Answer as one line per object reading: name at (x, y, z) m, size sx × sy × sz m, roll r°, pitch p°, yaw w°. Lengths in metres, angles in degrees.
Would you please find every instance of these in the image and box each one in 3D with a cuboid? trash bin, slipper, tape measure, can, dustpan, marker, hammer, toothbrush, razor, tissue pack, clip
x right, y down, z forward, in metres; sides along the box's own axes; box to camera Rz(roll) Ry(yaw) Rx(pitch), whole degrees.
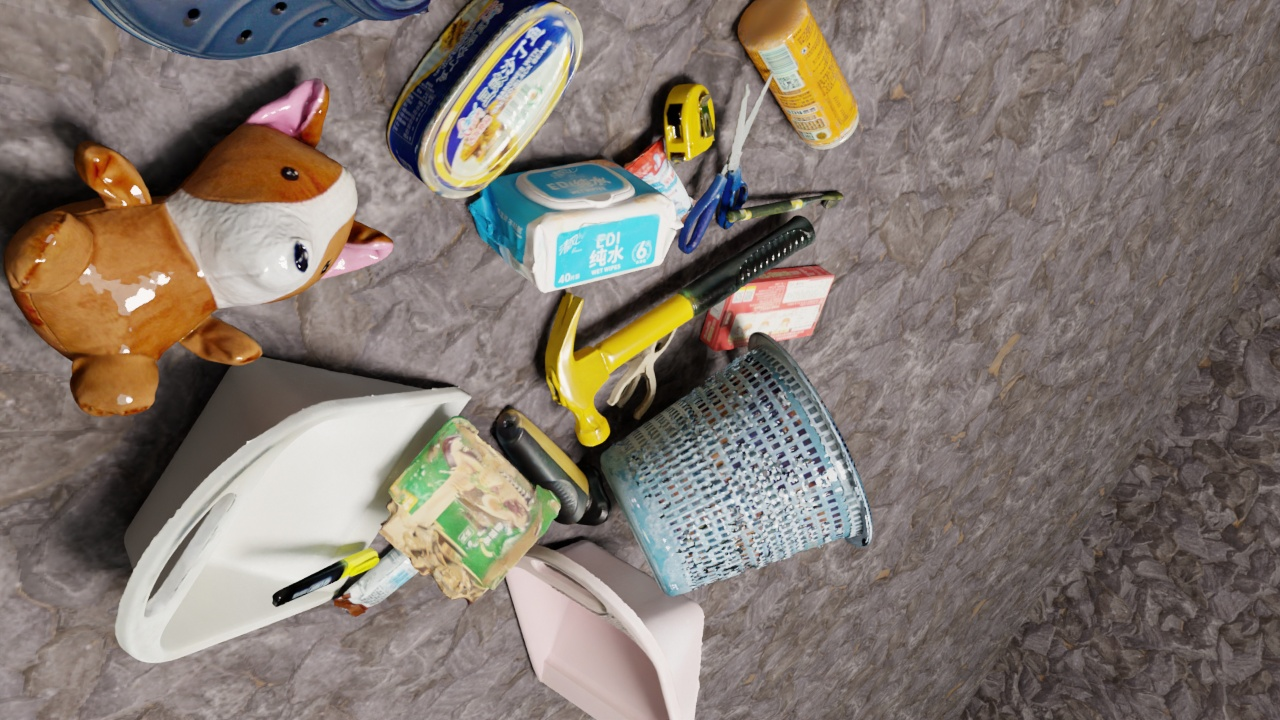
trash bin at (0.076, 0.113, 0.869) m, size 0.195 × 0.226 × 0.227 m, roll -25°, pitch 138°, yaw -5°
slipper at (-0.158, -0.220, 0.481) m, size 0.252 × 0.095 × 0.105 m, roll -30°, pitch 135°, yaw -29°
tape measure at (0.042, -0.190, 0.729) m, size 0.059 × 0.029 × 0.057 m, roll -44°, pitch 133°, yaw -53°
can at (-0.101, -0.177, 0.603) m, size 0.148 × 0.049 × 0.074 m, roll -51°, pitch 141°, yaw 2°
dustpan at (-0.236, 0.113, 0.641) m, size 0.257 × 0.142 × 0.223 m, roll 27°, pitch 100°, yaw -50°
dustpan at (-0.053, 0.296, 0.914) m, size 0.138 × 0.223 × 0.274 m, roll -14°, pitch 118°, yaw -52°
marker at (-0.243, 0.169, 0.716) m, size 0.018 × 0.015 × 0.124 m, roll -59°, pitch 167°, yaw 12°
hammer at (0.042, -0.051, 0.829) m, size 0.300 × 0.033 × 0.129 m, roll -33°, pitch 120°, yaw -22°
toothbrush at (0.139, -0.145, 0.872) m, size 0.185 × 0.012 × 0.017 m, roll -18°, pitch 144°, yaw -45°
razor at (-0.082, 0.099, 0.854) m, size 0.167 × 0.062 × 0.067 m, roll 56°, pitch 47°, yaw -45°
can at (0.136, -0.241, 0.772) m, size 0.058 × 0.058 × 0.146 m, roll -51°, pitch 142°, yaw 1°
tissue pack at (-0.047, -0.106, 0.681) m, size 0.139 × 0.090 × 0.063 m, roll -17°, pitch 132°, yaw -33°
clip at (-0.009, 0.005, 0.855) m, size 0.094 × 0.035 × 0.102 m, roll -3°, pitch 119°, yaw -44°

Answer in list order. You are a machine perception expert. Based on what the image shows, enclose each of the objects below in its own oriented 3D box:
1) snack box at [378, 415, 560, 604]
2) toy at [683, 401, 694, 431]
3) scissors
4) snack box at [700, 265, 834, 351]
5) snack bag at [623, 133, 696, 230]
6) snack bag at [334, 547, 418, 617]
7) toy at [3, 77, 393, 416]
snack box at (-0.134, 0.124, 0.768) m, size 0.117 × 0.118 × 0.105 m, roll -48°, pitch 171°, yaw -1°
toy at (0.056, 0.086, 0.986) m, size 0.096 × 0.031 × 0.100 m, roll 4°, pitch 114°, yaw -41°
scissors at (0.079, -0.163, 0.784) m, size 0.166 × 0.012 × 0.155 m, roll -56°, pitch 160°, yaw 12°
snack box at (0.132, -0.055, 0.947) m, size 0.152 × 0.025 × 0.075 m, roll -10°, pitch 128°, yaw -39°
snack bag at (0.019, -0.144, 0.765) m, size 0.048 × 0.026 × 0.104 m, roll -40°, pitch 141°, yaw -5°
snack bag at (-0.219, 0.186, 0.806) m, size 0.105 × 0.026 × 0.045 m, roll -41°, pitch 150°, yaw -9°
toy at (-0.239, -0.065, 0.514) m, size 0.199 × 0.130 × 0.140 m, roll -35°, pitch 134°, yaw -33°
